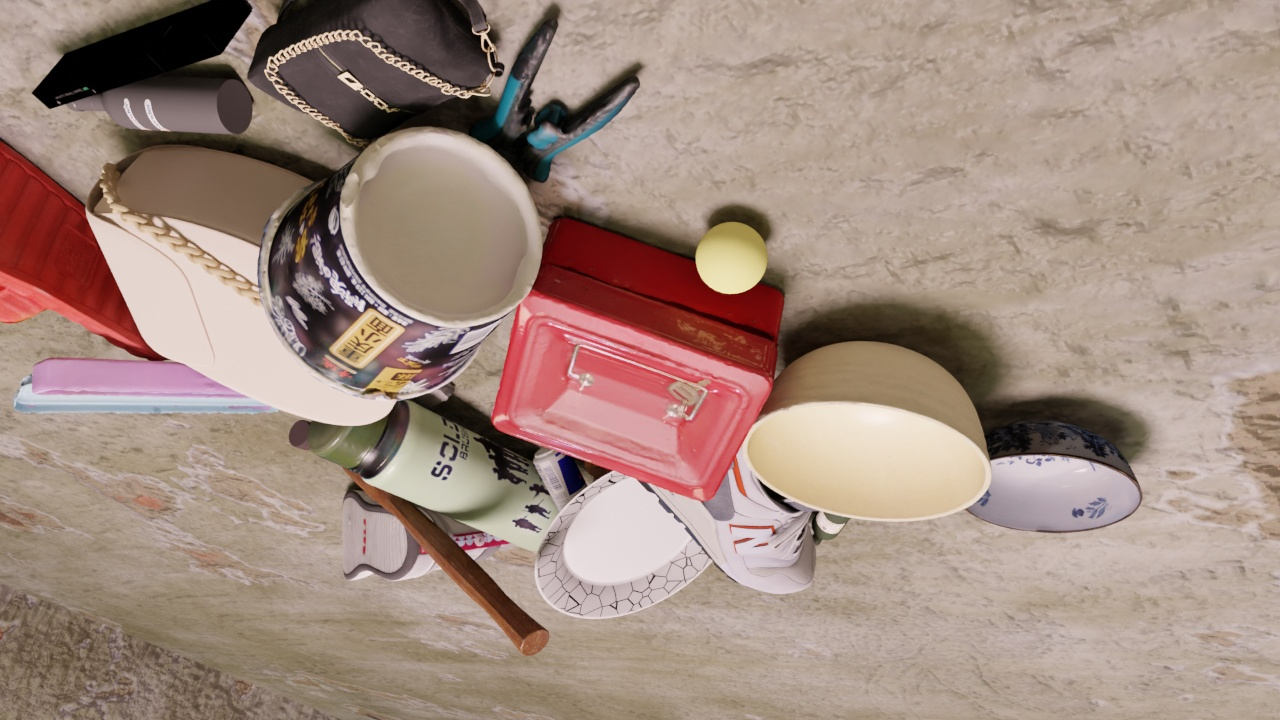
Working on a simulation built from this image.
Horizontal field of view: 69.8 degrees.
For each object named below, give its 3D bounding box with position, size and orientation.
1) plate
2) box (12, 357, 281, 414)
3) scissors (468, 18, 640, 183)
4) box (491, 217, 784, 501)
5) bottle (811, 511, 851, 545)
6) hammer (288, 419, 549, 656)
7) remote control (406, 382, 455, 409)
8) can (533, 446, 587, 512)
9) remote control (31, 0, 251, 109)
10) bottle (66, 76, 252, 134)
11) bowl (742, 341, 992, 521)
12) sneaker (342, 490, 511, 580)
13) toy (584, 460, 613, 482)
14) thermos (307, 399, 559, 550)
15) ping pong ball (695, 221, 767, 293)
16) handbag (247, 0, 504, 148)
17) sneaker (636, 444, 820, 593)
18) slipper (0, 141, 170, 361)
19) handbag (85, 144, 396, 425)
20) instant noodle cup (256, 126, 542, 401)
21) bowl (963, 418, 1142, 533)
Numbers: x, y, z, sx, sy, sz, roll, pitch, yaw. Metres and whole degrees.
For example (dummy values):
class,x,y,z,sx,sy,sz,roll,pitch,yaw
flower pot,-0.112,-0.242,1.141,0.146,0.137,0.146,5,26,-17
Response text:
class,x,y,z,sx,sy,sz,roll,pitch,yaw
plate,-0.003,0.149,0.789,0.188,0.016,0.189,-15,130,-19
box,-0.375,0.024,0.746,0.213,0.035,0.151,4,165,-42
scissors,-0.054,-0.121,0.479,0.148,0.019,0.123,3,147,23
box,-0.001,-0.007,0.579,0.157,0.110,0.134,21,137,-3
bottle,0.161,0.138,0.784,0.025,0.025,0.106,14,148,2
hammer,-0.186,0.143,0.784,0.323,0.033,0.115,32,178,37
remote control,-0.207,0.038,0.799,0.033,0.013,0.137,32,145,-28
can,-0.060,0.118,0.806,0.032,0.032,0.095,-16,105,41
remote control,-0.269,-0.163,0.490,0.150,0.034,0.013,-4,144,28
bottle,-0.280,-0.147,0.525,0.113,0.030,0.030,6,147,14
bowl,0.145,0.037,0.586,0.151,0.075,0.151,11,149,6
sneaker,-0.245,0.188,0.993,0.128,0.096,0.264,5,170,-35
toy,-0.022,0.101,0.790,0.055,0.041,0.102,39,161,47
thermos,-0.170,0.090,0.787,0.083,0.082,0.231,-18,142,42
ping pong ball,0.051,-0.057,0.512,0.040,0.040,0.040,11,148,7
handbag,-0.127,-0.148,0.449,0.129,0.054,0.079,-12,150,33
sneaker,0.101,0.108,0.705,0.125,0.088,0.239,-15,134,43
slipper,-0.427,-0.073,0.637,0.059,0.103,0.249,-20,144,19
handbag,-0.252,-0.036,0.620,0.208,0.103,0.211,21,147,-1
instant noodle cup,-0.121,-0.055,0.492,0.137,0.137,0.113,31,152,-24
bowl,0.269,0.071,0.614,0.114,0.045,0.114,11,148,7
